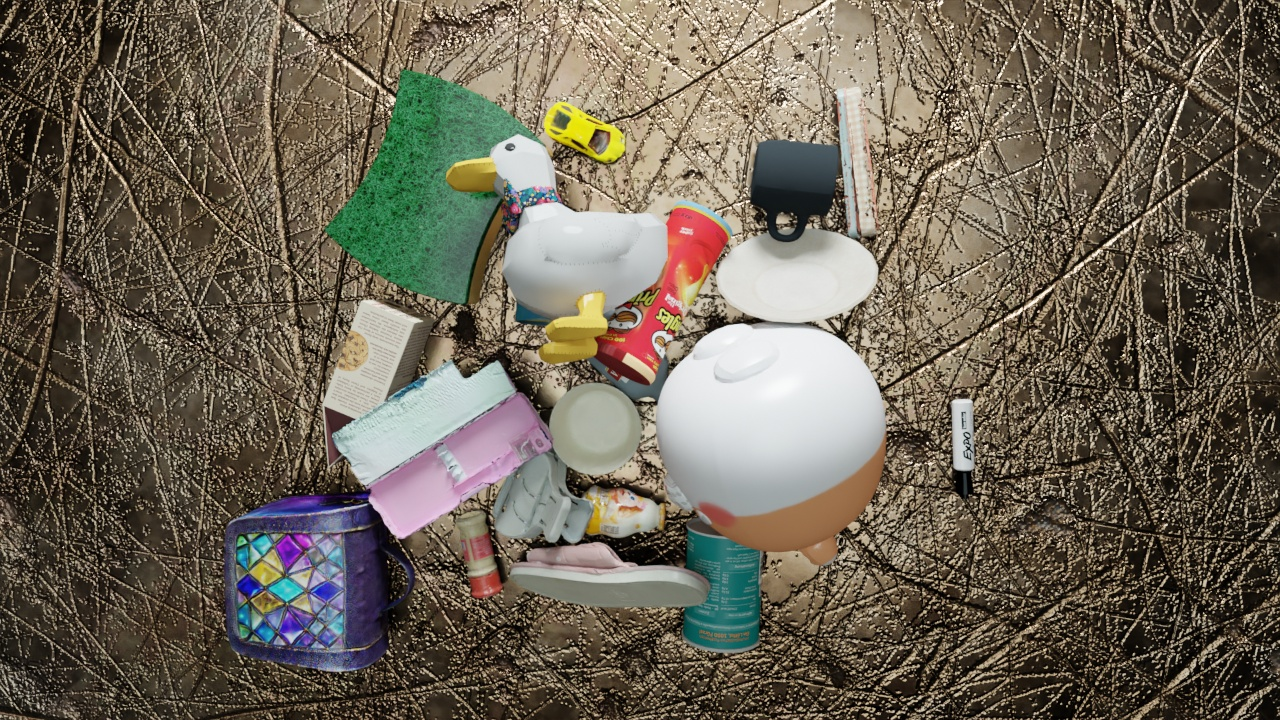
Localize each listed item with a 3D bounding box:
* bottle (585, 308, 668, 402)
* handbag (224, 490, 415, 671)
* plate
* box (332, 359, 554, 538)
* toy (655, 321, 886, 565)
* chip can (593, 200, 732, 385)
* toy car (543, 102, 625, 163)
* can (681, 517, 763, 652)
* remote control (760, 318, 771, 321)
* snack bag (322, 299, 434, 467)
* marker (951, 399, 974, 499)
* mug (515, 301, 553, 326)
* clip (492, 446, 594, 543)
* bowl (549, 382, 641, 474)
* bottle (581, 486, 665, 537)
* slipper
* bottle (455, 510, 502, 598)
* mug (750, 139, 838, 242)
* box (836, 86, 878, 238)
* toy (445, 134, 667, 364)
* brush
[{"bbox_3d":[-0.007,0.007,1.165,0.161,0.046,0.072,42,96,-1],"label":"bottle"},{"bbox_3d":[-0.399,0.273,1.170,0.222,0.125,0.205,1,95,5],"label":"handbag"},{"bbox_3d":[0.186,-0.097,1.098,0.189,0.188,0.027,-7,130,4],"label":"plate"},{"bbox_3d":[-0.241,0.097,1.115,0.230,0.035,0.159,-32,102,4],"label":"box"},{"bbox_3d":[0.150,0.096,1.061,0.265,0.263,0.281,-25,113,-7],"label":"toy"},{"bbox_3d":[0.026,-0.082,1.109,0.087,0.087,0.213,29,79,0],"label":"chip can"},{"bbox_3d":[-0.069,-0.285,1.151,0.107,0.030,0.049,25,95,-1],"label":"toy car"},{"bbox_3d":[0.104,0.279,1.156,0.099,0.099,0.144,3,95,3],"label":"can"},{"bbox_3d":[0.197,-0.085,1.155,0.114,0.028,0.060,-15,94,4],"label":"remote control"},{"bbox_3d":[-0.341,0.032,1.160,0.070,0.094,0.206,22,96,1],"label":"snack bag"},{"bbox_3d":[0.409,0.113,1.163,0.025,0.025,0.126,-3,95,3],"label":"marker"},{"bbox_3d":[-0.098,-0.098,1.141,0.112,0.084,0.104,1,87,9],"label":"mug"},{"bbox_3d":[-0.130,0.173,1.154,0.147,0.081,0.125,30,101,43],"label":"clip"},{"bbox_3d":[-0.055,0.083,1.166,0.115,0.062,0.115,0,95,3],"label":"bowl"},{"bbox_3d":[-0.022,0.195,1.174,0.108,0.063,0.063,4,95,2],"label":"bottle"},{"bbox_3d":[-0.040,0.265,1.144,0.275,0.114,0.054,-4,55,27],"label":"slipper"},{"bbox_3d":[-0.211,0.253,1.199,0.044,0.044,0.109,-12,93,4],"label":"bottle"},{"bbox_3d":[0.183,-0.205,1.118,0.094,0.085,0.122,7,101,3],"label":"mug"},{"bbox_3d":[0.271,-0.244,1.129,0.058,0.053,0.187,-11,96,-37],"label":"box"},{"bbox_3d":[-0.088,-0.137,1.044,0.246,0.141,0.267,-5,72,-14],"label":"toy"},{"bbox_3d":[-0.249,-0.210,1.144,0.195,0.075,0.250,28,96,0],"label":"brush"}]
